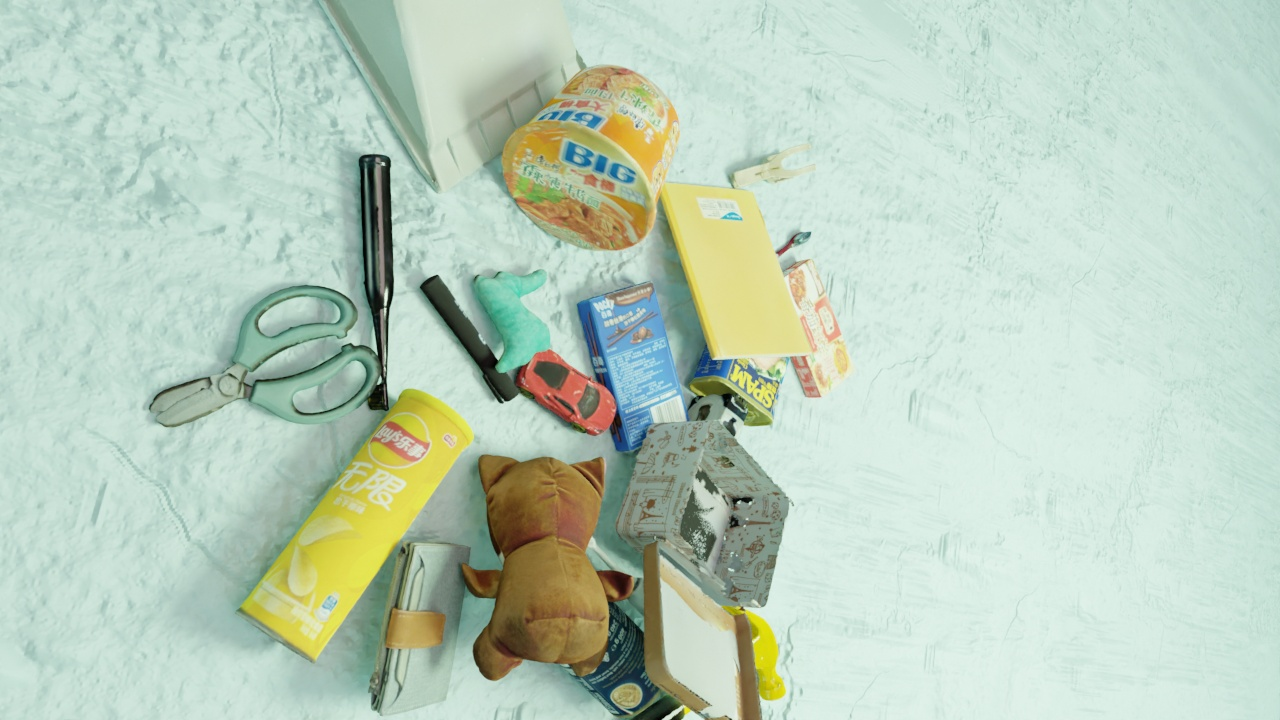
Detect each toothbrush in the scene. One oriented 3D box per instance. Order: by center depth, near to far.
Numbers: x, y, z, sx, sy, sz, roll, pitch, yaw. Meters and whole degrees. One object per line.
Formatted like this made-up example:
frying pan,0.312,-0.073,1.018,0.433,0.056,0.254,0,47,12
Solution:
toothbrush,-0.219,-0.064,0.765,0.027,0.026,0.212,-1,88,-5
toothbrush,0.011,0.241,0.895,0.221,0.026,0.026,48,60,-12
toothbrush,0.144,-0.109,1.062,0.187,0.017,0.016,-37,108,-35

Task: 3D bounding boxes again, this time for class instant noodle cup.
instant noodle cup,-0.037,-0.192,0.851,0.151,0.152,0.111,45,53,-27

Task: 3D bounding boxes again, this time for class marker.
marker,-0.152,-0.018,0.818,0.022,0.020,0.132,-40,112,-20

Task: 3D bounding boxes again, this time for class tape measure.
tape measure,0.074,0.068,0.959,0.033,0.066,0.065,38,62,-26

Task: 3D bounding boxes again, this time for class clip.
clip,0.160,-0.224,1.057,0.101,0.097,0.035,-23,101,-49

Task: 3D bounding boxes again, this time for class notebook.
notebook,0.102,-0.098,0.991,0.145,0.010,0.206,-3,69,-38

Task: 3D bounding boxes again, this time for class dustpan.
dustpan,-0.185,-0.328,0.826,0.222,0.143,0.258,-44,142,-33

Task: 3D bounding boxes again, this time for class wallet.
wallet,-0.173,0.213,0.740,0.106,0.037,0.129,40,56,-72

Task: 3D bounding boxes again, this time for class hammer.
hammer,0.034,0.348,0.924,0.299,0.033,0.129,-22,99,-38

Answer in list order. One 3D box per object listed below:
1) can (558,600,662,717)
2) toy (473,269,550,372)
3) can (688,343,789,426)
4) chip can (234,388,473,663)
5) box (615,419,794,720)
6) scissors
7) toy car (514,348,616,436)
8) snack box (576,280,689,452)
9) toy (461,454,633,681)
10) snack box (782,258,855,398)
can,-0.035,0.266,0.848,0.111,0.075,0.075,51,58,-23
toy,-0.113,-0.045,0.837,0.096,0.030,0.092,-32,92,-35
can,0.110,0.012,1.000,0.102,0.057,0.083,36,63,-31
chip can,-0.219,0.123,0.718,0.072,0.072,0.212,47,60,-26
box,0.059,0.205,0.866,0.178,0.103,0.260,47,49,-38
scissors,-0.293,-0.011,0.703,0.185,0.019,0.129,-4,83,-33
toy car,-0.067,0.030,0.867,0.106,0.031,0.049,37,65,-22
snack box,-0.005,0.005,0.927,0.084,0.026,0.157,-20,99,-38
toy,-0.081,0.167,0.784,0.140,0.131,0.199,7,55,-24
snack box,0.203,-0.038,1.098,0.075,0.026,0.153,-33,106,-35
